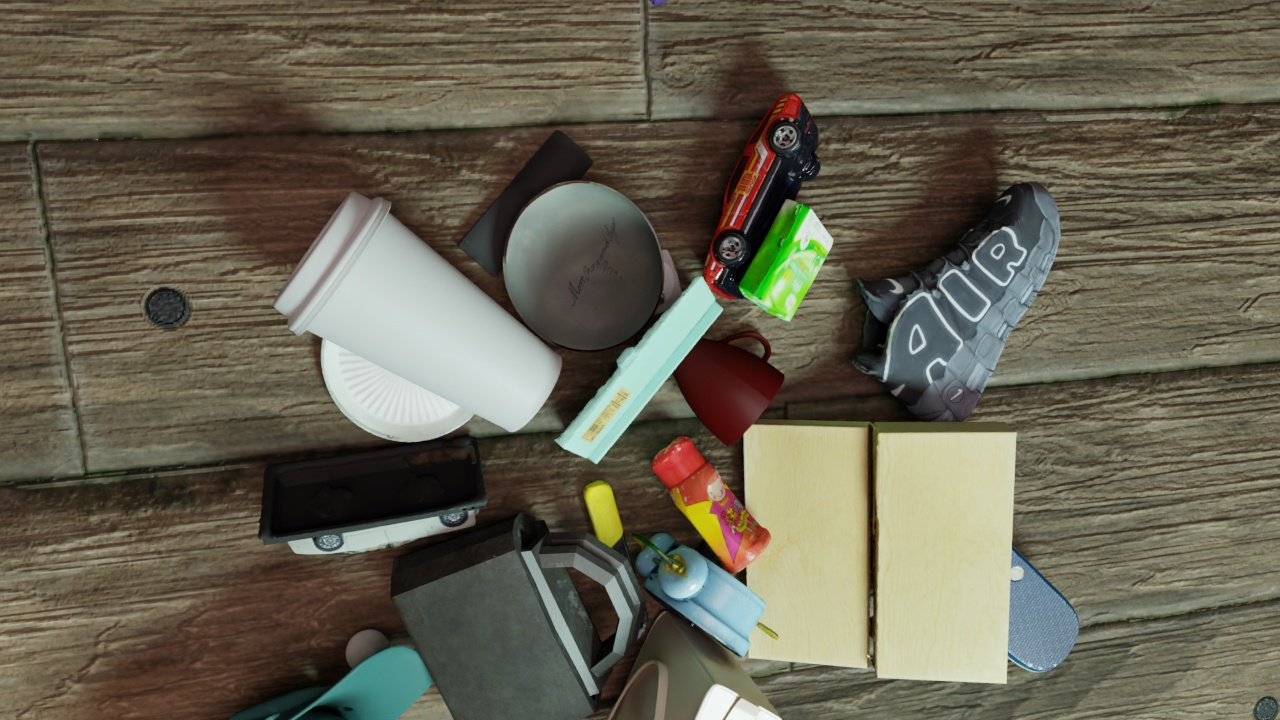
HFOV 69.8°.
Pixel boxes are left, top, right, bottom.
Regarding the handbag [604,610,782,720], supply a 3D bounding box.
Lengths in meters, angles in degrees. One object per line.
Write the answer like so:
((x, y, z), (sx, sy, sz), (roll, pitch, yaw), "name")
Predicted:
((0.022, 0.360, 0.849), (0.101, 0.195, 0.198), (33, 88, -14), "handbag")

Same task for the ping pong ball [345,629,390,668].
((-0.255, 0.273, 0.859), (0.040, 0.040, 0.040), (-2, 99, -11), "ping pong ball")

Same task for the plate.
((-0.210, -0.004, 0.838), (0.157, 0.014, 0.157), (-2, 99, -12), "plate")

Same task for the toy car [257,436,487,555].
((-0.235, 0.133, 0.829), (0.191, 0.094, 0.071), (-9, 130, -11), "toy car")

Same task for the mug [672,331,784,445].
((0.082, 0.010, 0.874), (0.088, 0.087, 0.113), (39, 61, -1), "mug")

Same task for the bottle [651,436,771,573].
((0.065, 0.136, 0.881), (0.049, 0.071, 0.134), (-40, 86, 22), "bottle")

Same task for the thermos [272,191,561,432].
((-0.179, -0.031, 0.774), (0.222, 0.131, 0.131), (35, 90, -22), "thermos")

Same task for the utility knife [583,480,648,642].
((-0.022, 0.200, 0.906), (0.028, 0.020, 0.172), (-16, 101, -7), "utility knife")

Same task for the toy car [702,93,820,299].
((0.111, -0.147, 0.848), (0.056, 0.081, 0.189), (24, 92, 26), "toy car")

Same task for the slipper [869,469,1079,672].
((0.324, 0.210, 0.955), (0.295, 0.060, 0.118), (37, 89, -2), "slipper")

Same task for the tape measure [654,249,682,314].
((0.005, -0.073, 0.866), (0.062, 0.020, 0.060), (-11, 96, -9), "tape measure")

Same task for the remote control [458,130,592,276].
((-0.104, -0.143, 0.834), (0.045, 0.021, 0.140), (40, 91, -14), "remote control")

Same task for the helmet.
((-0.289, 0.383, 0.791), (0.275, 0.200, 0.176), (-35, 149, 8), "helmet")

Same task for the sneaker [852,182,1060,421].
((0.286, -0.071, 0.889), (0.150, 0.097, 0.253), (22, 99, -12), "sneaker")

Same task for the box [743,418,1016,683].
((0.227, 0.182, 0.895), (0.254, 0.068, 0.247), (1, 99, 18), "box")

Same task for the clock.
((0.051, 0.219, 0.875), (0.162, 0.118, 0.060), (41, 78, -21), "clock")

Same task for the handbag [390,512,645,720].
((-0.097, 0.234, 0.852), (0.199, 0.102, 0.197), (-20, 103, 9), "handbag")

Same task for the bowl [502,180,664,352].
((-0.044, -0.084, 0.825), (0.151, 0.056, 0.151), (2, 98, 15), "bowl")

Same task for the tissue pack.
((0.137, -0.092, 0.852), (0.034, 0.114, 0.099), (29, 93, 26), "tissue pack")

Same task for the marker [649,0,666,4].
((0.067, -0.357, 0.837), (0.134, 0.015, 0.018), (-26, 75, -6), "marker")

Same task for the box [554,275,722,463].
((0.001, 0.010, 0.823), (0.052, 0.139, 0.187), (39, 90, -1), "box")
